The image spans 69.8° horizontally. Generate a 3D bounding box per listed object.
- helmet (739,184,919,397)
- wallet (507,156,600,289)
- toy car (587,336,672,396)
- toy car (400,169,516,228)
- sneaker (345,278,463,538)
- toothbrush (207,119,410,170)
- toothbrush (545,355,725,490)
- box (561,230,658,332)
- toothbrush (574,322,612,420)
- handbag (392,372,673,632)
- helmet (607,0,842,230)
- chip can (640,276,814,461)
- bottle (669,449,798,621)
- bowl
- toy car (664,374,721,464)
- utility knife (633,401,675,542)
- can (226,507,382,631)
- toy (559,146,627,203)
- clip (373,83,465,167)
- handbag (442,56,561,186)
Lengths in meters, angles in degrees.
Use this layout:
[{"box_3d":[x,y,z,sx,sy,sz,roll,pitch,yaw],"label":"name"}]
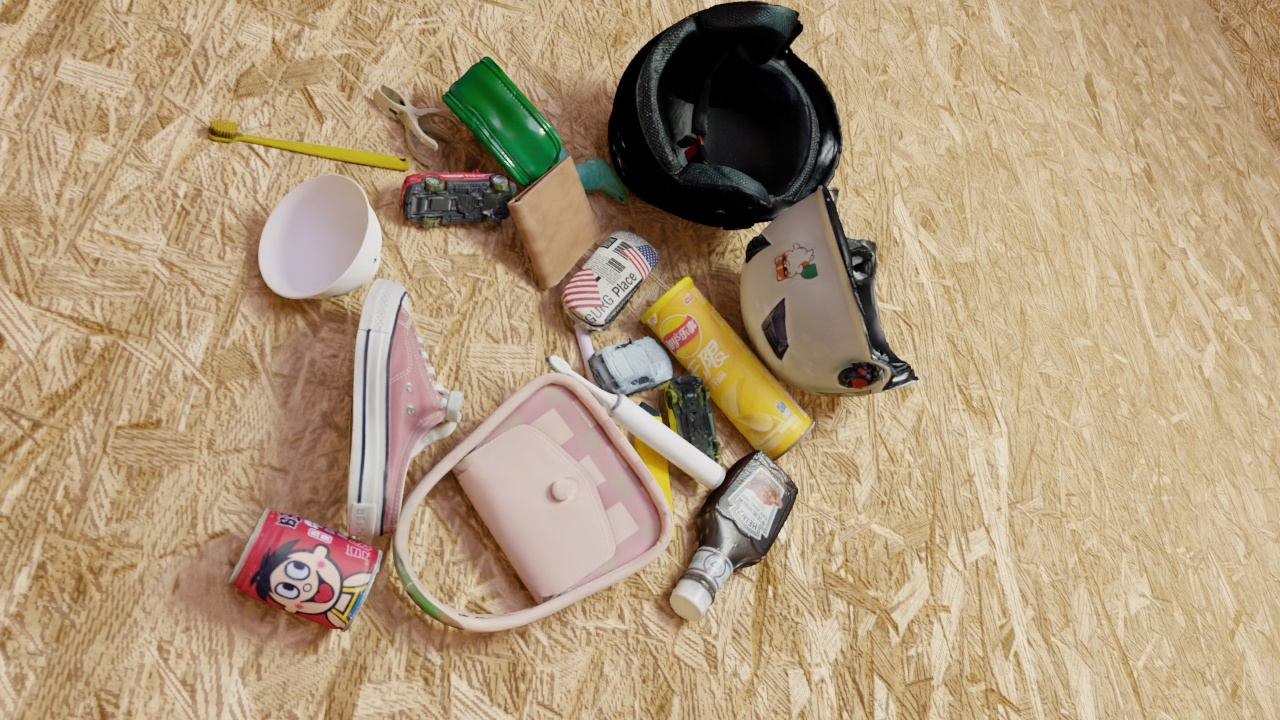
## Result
[{"box_3d":[0.189,-0.059,1.018,0.273,0.157,0.229,26,47,-59],"label":"helmet"},{"box_3d":[-0.088,-0.147,0.973,0.115,0.020,0.101,-52,132,-43],"label":"wallet"},{"box_3d":[-0.006,0.006,0.947,0.120,0.037,0.054,-15,72,-55],"label":"toy car"},{"box_3d":[-0.186,-0.168,0.935,0.120,0.053,0.045,-5,41,-30],"label":"toy car"},{"box_3d":[-0.195,0.035,0.764,0.087,0.119,0.240,4,52,-18],"label":"sneaker"},{"box_3d":[-0.319,-0.209,0.898,0.189,0.017,0.015,4,62,-31],"label":"toothbrush"},{"box_3d":[-0.004,0.059,0.892,0.221,0.026,0.026,37,66,-22],"label":"toothbrush"},{"box_3d":[-0.033,-0.086,0.994,0.069,0.052,0.163,49,44,-10],"label":"box"},{"box_3d":[-0.036,0.042,0.928,0.021,0.029,0.189,-19,69,0],"label":"toothbrush"},{"box_3d":[-0.105,0.136,0.794,0.233,0.094,0.193,-30,81,-34],"label":"handbag"},{"box_3d":[0.094,-0.270,1.063,0.274,0.231,0.233,11,87,-32],"label":"helmet"},{"box_3d":[0.094,0.010,0.996,0.213,0.072,0.071,48,49,1],"label":"chip can"},{"box_3d":[0.090,0.175,0.913,0.080,0.044,0.194,46,49,-5],"label":"bottle"},{"box_3d":[-0.273,-0.099,0.821,0.064,0.118,0.118,42,32,-61],"label":"bowl"},{"box_3d":[0.051,0.068,0.961,0.048,0.032,0.105,-6,78,-30],"label":"toy car"},{"box_3d":[0.012,0.114,0.918,0.033,0.015,0.156,6,61,-23],"label":"utility knife"},{"box_3d":[-0.251,0.156,0.688,0.093,0.067,0.066,27,51,-16],"label":"can"},{"box_3d":[-0.067,-0.218,1.058,0.091,0.030,0.096,-11,64,-39],"label":"toy"},{"box_3d":[-0.228,-0.254,0.975,0.095,0.035,0.102,-18,66,-34],"label":"clip"},{"box_3d":[-0.143,-0.246,0.977,0.068,0.120,0.131,-42,84,-3],"label":"handbag"}]
